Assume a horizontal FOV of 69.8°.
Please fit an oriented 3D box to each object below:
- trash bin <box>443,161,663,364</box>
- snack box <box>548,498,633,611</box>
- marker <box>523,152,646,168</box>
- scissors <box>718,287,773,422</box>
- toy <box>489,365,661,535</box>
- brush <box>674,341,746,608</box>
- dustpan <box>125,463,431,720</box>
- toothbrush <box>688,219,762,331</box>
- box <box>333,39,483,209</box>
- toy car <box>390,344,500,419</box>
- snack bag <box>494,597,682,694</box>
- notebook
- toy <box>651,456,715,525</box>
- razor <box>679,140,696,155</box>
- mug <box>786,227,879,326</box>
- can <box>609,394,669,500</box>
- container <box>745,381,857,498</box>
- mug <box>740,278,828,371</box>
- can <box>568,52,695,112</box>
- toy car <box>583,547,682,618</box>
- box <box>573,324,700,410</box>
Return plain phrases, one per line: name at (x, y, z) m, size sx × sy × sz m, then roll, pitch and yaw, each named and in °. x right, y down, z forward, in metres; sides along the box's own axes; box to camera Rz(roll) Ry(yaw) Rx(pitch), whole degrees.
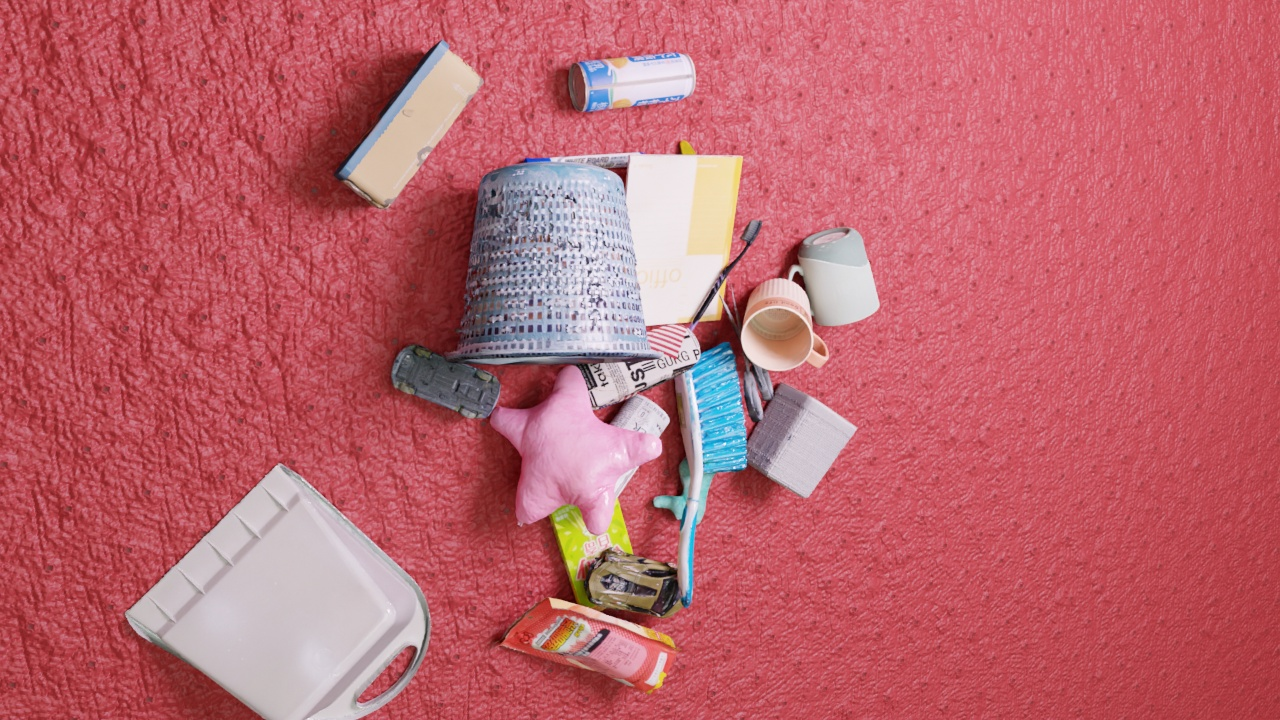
trash bin at (-0.090, -0.096, 0.957) m, size 0.226 × 0.227 × 0.195 m, roll 0°, pitch 88°, yaw -24°
snack box at (-0.055, 0.232, 1.130) m, size 0.085 × 0.026 × 0.156 m, roll -20°, pitch 109°, yaw -18°
marker at (-0.060, -0.224, 1.036) m, size 0.145 × 0.017 × 0.017 m, roll -8°, pitch 104°, yaw -22°
scissors at (0.131, -0.005, 1.139) m, size 0.178 × 0.014 × 0.159 m, roll 45°, pitch 38°, yaw -48°
toy at (-0.091, 0.106, 1.022) m, size 0.178 × 0.194 × 0.074 m, roll -52°, pitch 159°, yaw 0°
brush at (0.080, 0.139, 1.129) m, size 0.109 × 0.060 × 0.314 m, roll -8°, pitch 90°, yaw -15°
dustpan at (-0.366, 0.284, 1.013) m, size 0.258 × 0.143 × 0.222 m, roll 43°, pitch 81°, yaw 4°
toothbrush at (0.091, -0.090, 1.110) m, size 0.016 × 0.014 × 0.189 m, roll 28°, pitch 101°, yaw -26°
box at (-0.229, -0.238, 0.919) m, size 0.060 × 0.090 × 0.184 m, roll 36°, pitch 83°, yaw -25°
toy car at (-0.214, 0.024, 1.011) m, size 0.120 × 0.037 × 0.054 m, roll 22°, pitch 92°, yaw -16°
snack bag at (-0.060, 0.346, 1.120) m, size 0.207 × 0.073 × 0.129 m, roll 29°, pitch 130°, yaw -28°
notebook at (0.043, -0.139, 1.078) m, size 0.145 × 0.010 × 0.207 m, roll -5°, pitch 116°, yaw -23°
toy at (0.063, 0.165, 1.167) m, size 0.096 × 0.030 × 0.092 m, roll 7°, pitch 95°, yaw -22°
razor at (0.069, -0.198, 1.096) m, size 0.043 × 0.028 × 0.132 m, roll -20°, pitch 107°, yaw -15°
mug at (0.236, -0.104, 1.163) m, size 0.112 × 0.082 × 0.106 m, roll -18°, pitch 110°, yaw 6°
can at (-0.028, 0.112, 1.085) m, size 0.058 × 0.058 × 0.146 m, roll 44°, pitch 70°, yaw -25°
container at (0.200, 0.105, 1.184) m, size 0.090 × 0.090 × 0.114 m, roll 32°, pitch 90°, yaw -26°
mug at (0.179, -0.038, 1.113) m, size 0.114 × 0.105 × 0.082 m, roll 33°, pitch 116°, yaw -7°
can at (-0.009, -0.310, 1.020) m, size 0.134 × 0.053 × 0.053 m, roll -13°, pitch 106°, yaw -21°
toy car at (0.001, 0.277, 1.129) m, size 0.158 × 0.042 × 0.070 m, roll 18°, pitch 93°, yaw -32°
box at (-0.006, 0.004, 1.080) m, size 0.164 × 0.070 × 0.056 m, roll -26°, pitch 145°, yaw -15°
